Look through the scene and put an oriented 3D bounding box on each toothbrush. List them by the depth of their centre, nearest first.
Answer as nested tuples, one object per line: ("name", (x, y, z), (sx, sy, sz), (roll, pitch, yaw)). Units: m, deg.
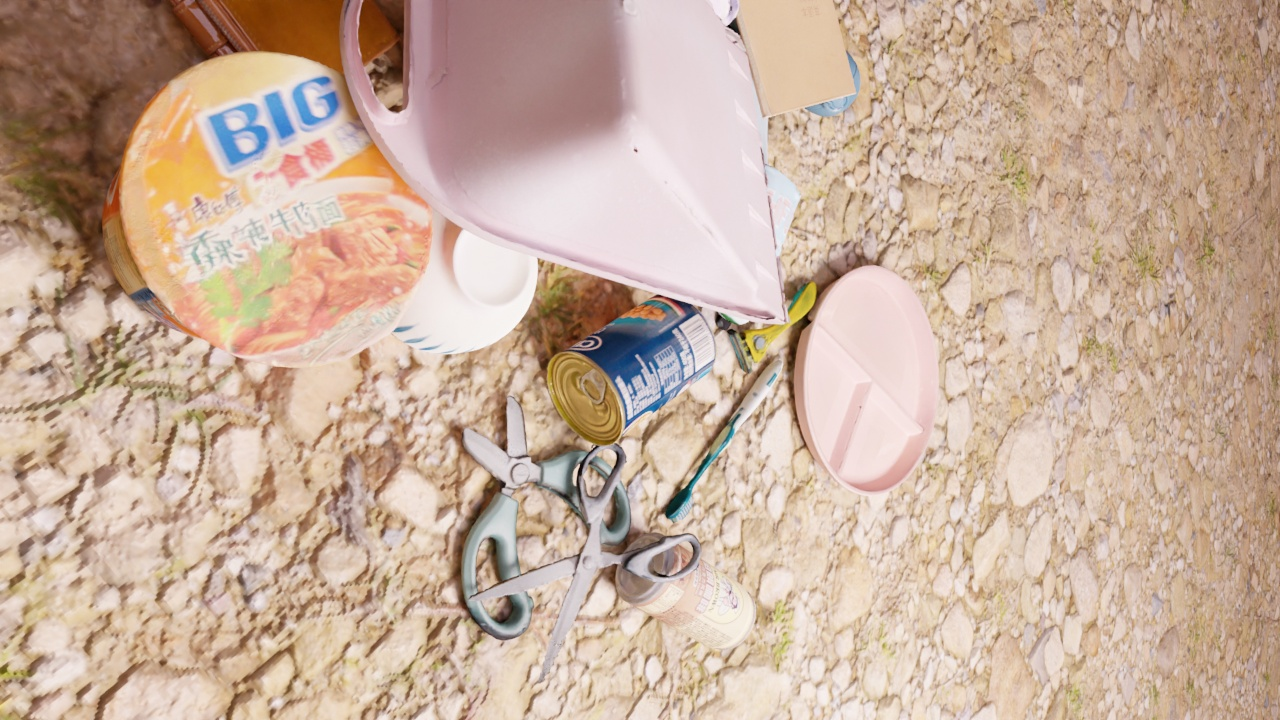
("toothbrush", (0.077, 0.067, 0.794), (0.191, 0.016, 0.018), (-51, 131, -29))

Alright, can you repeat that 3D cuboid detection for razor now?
("razor", (0.129, -0.039, 0.835), (0.132, 0.028, 0.043), (-39, 111, -37))

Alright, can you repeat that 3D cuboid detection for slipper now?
("slipper", (0.094, -0.148, 0.753), (0.104, 0.074, 0.245), (23, 70, -66))

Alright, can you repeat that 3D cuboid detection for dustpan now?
("dustpan", (-0.031, -0.147, 0.544), (0.273, 0.139, 0.222), (36, 45, -56))

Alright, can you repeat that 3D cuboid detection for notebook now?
("notebook", (0.111, -0.310, 0.739), (0.149, 0.012, 0.211), (-28, 104, -45))

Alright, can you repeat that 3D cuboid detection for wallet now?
("wallet", (-0.215, -0.210, 0.518), (0.118, 0.035, 0.131), (-50, 119, -30))

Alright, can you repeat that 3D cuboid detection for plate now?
("plate", (0.228, 0.020, 0.921), (0.229, 0.028, 0.229), (0, 89, -41))

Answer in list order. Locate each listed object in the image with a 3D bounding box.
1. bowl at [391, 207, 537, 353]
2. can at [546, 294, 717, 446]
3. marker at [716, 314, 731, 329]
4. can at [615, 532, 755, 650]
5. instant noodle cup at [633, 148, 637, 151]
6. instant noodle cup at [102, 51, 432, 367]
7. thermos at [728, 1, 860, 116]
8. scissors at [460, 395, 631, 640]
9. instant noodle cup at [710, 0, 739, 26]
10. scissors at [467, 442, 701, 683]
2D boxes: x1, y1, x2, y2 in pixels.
("bowl", (-0.112, -0.062, 0.590), (0.116, 0.066, 0.116), (0, 91, -42))
("can", (-0.004, 0.004, 0.681), (0.110, 0.075, 0.075), (-34, 112, -37))
("marker", (0.098, -0.077, 0.815), (0.018, 0.015, 0.124), (45, 65, -31))
("can", (0.037, 0.185, 0.729), (0.116, 0.059, 0.058), (39, 65, -35))
("instant noodle cup", (0.001, -0.142, 0.656), (0.137, 0.138, 0.108), (21, 67, -40))
("instant noodle cup", (-0.201, -0.071, 0.480), (0.151, 0.112, 0.151), (0, 90, -42))
("thermos", (0.114, -0.297, 0.792), (0.220, 0.070, 0.070), (35, 67, -36))
("scissors", (-0.080, 0.121, 0.652), (0.170, 0.019, 0.180), (42, 65, -35))
("instant noodle cup", (-0.034, -0.255, 0.626), (0.173, 0.138, 0.060), (9, 61, -42))
("scissors", (-0.036, 0.137, 0.648), (0.180, 0.014, 0.159), (-2, 74, -25))
